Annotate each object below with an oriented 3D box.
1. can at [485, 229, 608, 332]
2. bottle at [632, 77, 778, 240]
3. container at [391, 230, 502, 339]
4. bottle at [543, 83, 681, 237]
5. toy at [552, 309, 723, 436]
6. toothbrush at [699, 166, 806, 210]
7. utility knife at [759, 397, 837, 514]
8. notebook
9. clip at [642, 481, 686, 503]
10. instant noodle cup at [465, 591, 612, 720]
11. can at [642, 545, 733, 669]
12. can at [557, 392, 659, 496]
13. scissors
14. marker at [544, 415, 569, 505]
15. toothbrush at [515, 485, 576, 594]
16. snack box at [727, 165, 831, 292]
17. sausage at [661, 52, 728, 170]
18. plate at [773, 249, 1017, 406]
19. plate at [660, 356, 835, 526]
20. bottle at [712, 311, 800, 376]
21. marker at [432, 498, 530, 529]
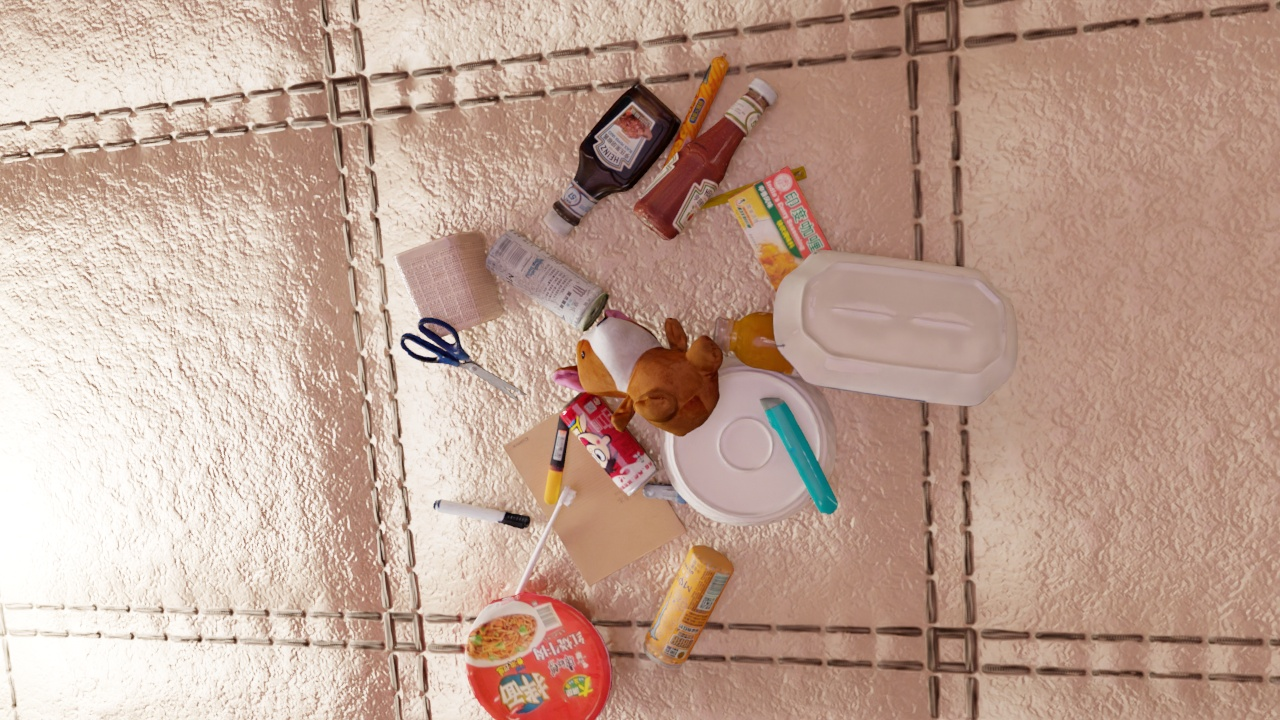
[{"bbox_3d":[-0.113,-0.096,1.103,0.147,0.058,0.058,34,104,7],"label":"can"},{"bbox_3d":[0.076,-0.228,1.033,0.060,0.059,0.206,41,95,5],"label":"bottle"},{"bbox_3d":[-0.230,-0.091,1.119,0.090,0.089,0.111,-17,96,15],"label":"container"},{"bbox_3d":[-0.040,-0.227,1.076,0.080,0.044,0.195,44,106,6],"label":"bottle"},{"bbox_3d":[-0.006,0.006,1.035,0.140,0.200,0.130,-43,129,-18],"label":"toy"},{"bbox_3d":[0.098,-0.188,1.060,0.190,0.016,0.015,-16,92,15],"label":"toothbrush"},{"bbox_3d":[0.179,0.105,1.029,0.029,0.012,0.151,-28,90,11],"label":"utility knife"},{"bbox_3d":[-0.059,0.159,1.150,0.150,0.012,0.211,-32,89,14],"label":"notebook"},{"bbox_3d":[0.031,0.159,1.117,0.058,0.045,0.027,6,96,11],"label":"clip"},{"bbox_3d":[-0.122,0.377,1.167,0.194,0.065,0.194,2,99,13],"label":"instant noodle cup"},{"bbox_3d":[0.058,0.299,1.115,0.058,0.058,0.146,28,103,9],"label":"can"},{"bbox_3d":[-0.038,0.097,1.104,0.053,0.053,0.132,-41,87,15],"label":"can"},{"bbox_3d":[-0.219,0.009,1.122,0.125,0.012,0.174,-12,134,15],"label":"scissors"},{"bbox_3d":[-0.102,0.119,1.141,0.018,0.015,0.124,11,96,9],"label":"marker"},{"bbox_3d":[-0.122,0.233,1.161,0.016,0.016,0.180,29,111,8],"label":"toothbrush"},{"bbox_3d":[0.169,-0.132,1.038,0.077,0.027,0.156,-27,97,15],"label":"snack box"},{"bbox_3d":[0.061,-0.274,1.055,0.021,0.021,0.165,28,103,9],"label":"sausage"},{"bbox_3d":[0.276,-0.041,0.978,0.266,0.034,0.161,9,73,1],"label":"plate"},{"bbox_3d":[0.123,0.096,1.066,0.205,0.045,0.205,0,92,8],"label":"plate"},{"bbox_3d":[0.175,-0.016,1.025,0.189,0.068,0.068,9,100,3],"label":"bottle"},{"bbox_3d":[-0.206,0.198,1.185,0.131,0.022,0.018,8,106,12],"label":"marker"}]
